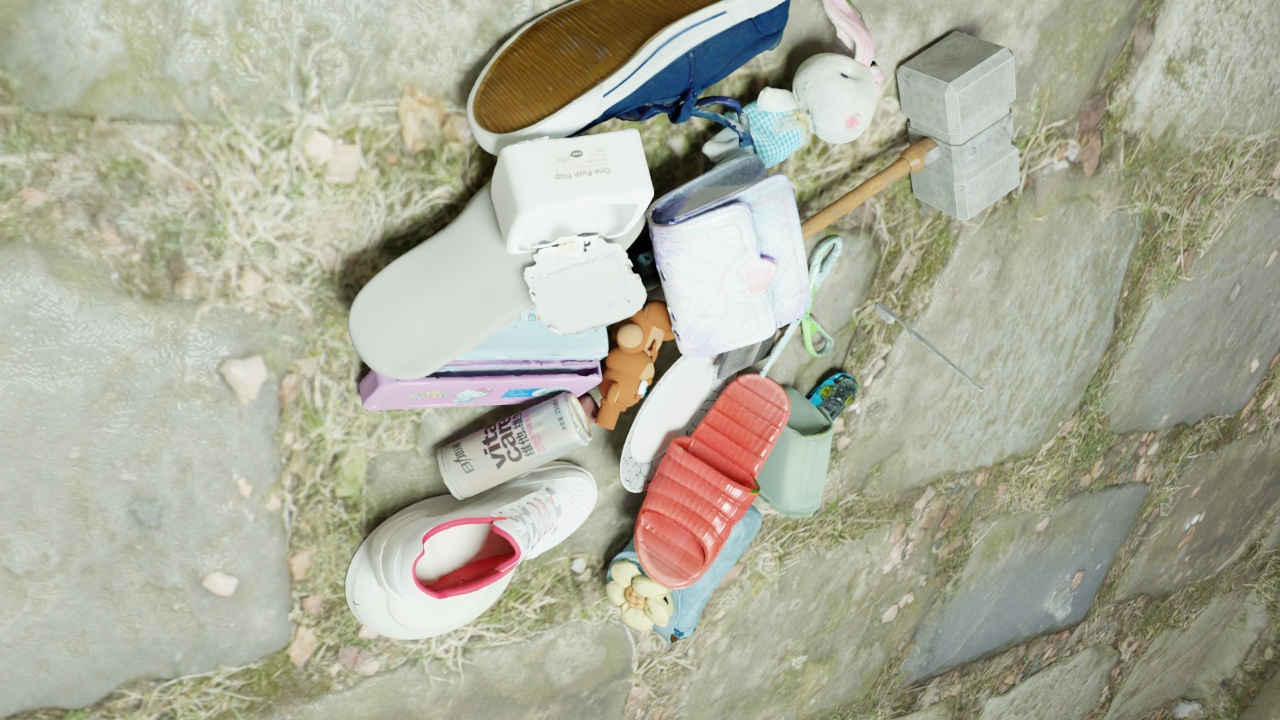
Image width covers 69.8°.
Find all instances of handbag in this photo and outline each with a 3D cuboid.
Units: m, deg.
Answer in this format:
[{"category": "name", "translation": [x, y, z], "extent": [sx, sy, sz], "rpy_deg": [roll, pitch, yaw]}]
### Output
[{"category": "handbag", "translation": [0.078, -0.083, 0.800], "extent": [0.126, 0.069, 0.159], "rpy_deg": [-28, 134, -10]}, {"category": "handbag", "translation": [-0.093, 0.074, 0.895], "extent": [0.119, 0.055, 0.029], "rpy_deg": [-33, 92, -2]}, {"category": "handbag", "translation": [0.168, 0.103, 1.041], "extent": [0.067, 0.106, 0.122], "rpy_deg": [-17, 128, -27]}, {"category": "handbag", "translation": [0.040, 0.217, 1.018], "extent": [0.118, 0.122, 0.192], "rpy_deg": [8, 120, -57]}]

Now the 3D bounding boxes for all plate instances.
[{"category": "plate", "translation": [-0.201, 0.217, 0.924], "extent": [0.182, 0.034, 0.183], "rpy_deg": [-17, 127, -23]}, {"category": "plate", "translation": [0.037, 0.052, 0.948], "extent": [0.188, 0.016, 0.189], "rpy_deg": [-40, 149, -30]}]

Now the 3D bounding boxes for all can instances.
[{"category": "can", "translation": [-0.115, 0.078, 0.848], "extent": [0.136, 0.054, 0.054], "rpy_deg": [-24, 132, 5]}]

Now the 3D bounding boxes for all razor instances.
[{"category": "razor", "translation": [-0.005, -0.083, 0.825], "extent": [0.140, 0.064, 0.053], "rpy_deg": [-36, 99, -28]}]

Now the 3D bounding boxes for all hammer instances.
[{"category": "hammer", "translation": [0.227, -0.171, 0.909], "extent": [0.317, 0.083, 0.163], "rpy_deg": [-34, 132, -10]}]

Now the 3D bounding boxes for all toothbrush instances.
[{"category": "toothbrush", "translation": [0.312, -0.014, 1.003], "extent": [0.010, 0.181, 0.010], "rpy_deg": [-2, 124, -26]}]

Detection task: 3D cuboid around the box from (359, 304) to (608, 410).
[{"category": "box", "translation": [-0.139, -0.016, 0.812], "extent": [0.213, 0.090, 0.093], "rpy_deg": [-1, 161, -33]}]

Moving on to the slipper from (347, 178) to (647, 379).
[{"category": "slipper", "translation": [-0.117, -0.076, 0.754], "extent": [0.265, 0.081, 0.113], "rpy_deg": [-40, 93, -18]}]

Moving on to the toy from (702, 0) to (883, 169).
[{"category": "toy", "translation": [0.143, -0.222, 0.807], "extent": [0.205, 0.105, 0.131], "rpy_deg": [-37, 130, -9]}]

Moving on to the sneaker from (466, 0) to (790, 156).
[{"category": "sneaker", "translation": [0.003, -0.219, 0.729], "extent": [0.294, 0.120, 0.127], "rpy_deg": [-32, 149, -17]}]

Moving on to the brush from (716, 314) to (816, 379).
[{"category": "brush", "translation": [0.137, -0.019, 0.980], "extent": [0.150, 0.012, 0.039], "rpy_deg": [-23, 138, -35]}]

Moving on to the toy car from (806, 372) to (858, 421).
[{"category": "toy car", "translation": [0.213, 0.057, 1.088], "extent": [0.048, 0.032, 0.105], "rpy_deg": [20, 113, -41]}]

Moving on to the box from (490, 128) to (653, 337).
[{"category": "box", "translation": [-0.045, -0.086, 0.682], "extent": [0.109, 0.134, 0.107], "rpy_deg": [-10, 169, -17]}]

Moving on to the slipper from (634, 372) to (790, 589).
[{"category": "slipper", "translation": [0.073, 0.117, 0.947], "extent": [0.248, 0.103, 0.059], "rpy_deg": [-59, 168, -11]}]

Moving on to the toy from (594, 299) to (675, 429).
[{"category": "toy", "translation": [-0.005, 0.005, 0.867], "extent": [0.095, 0.065, 0.127], "rpy_deg": [77, 32, -77]}]

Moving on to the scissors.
[{"category": "scissors", "translation": [0.172, -0.055, 0.976], "extent": [0.172, 0.021, 0.171], "rpy_deg": [-55, 141, -4]}]

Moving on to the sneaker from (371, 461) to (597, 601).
[{"category": "sneaker", "translation": [-0.123, 0.162, 0.861], "extent": [0.236, 0.104, 0.090], "rpy_deg": [-14, 99, -35]}]
